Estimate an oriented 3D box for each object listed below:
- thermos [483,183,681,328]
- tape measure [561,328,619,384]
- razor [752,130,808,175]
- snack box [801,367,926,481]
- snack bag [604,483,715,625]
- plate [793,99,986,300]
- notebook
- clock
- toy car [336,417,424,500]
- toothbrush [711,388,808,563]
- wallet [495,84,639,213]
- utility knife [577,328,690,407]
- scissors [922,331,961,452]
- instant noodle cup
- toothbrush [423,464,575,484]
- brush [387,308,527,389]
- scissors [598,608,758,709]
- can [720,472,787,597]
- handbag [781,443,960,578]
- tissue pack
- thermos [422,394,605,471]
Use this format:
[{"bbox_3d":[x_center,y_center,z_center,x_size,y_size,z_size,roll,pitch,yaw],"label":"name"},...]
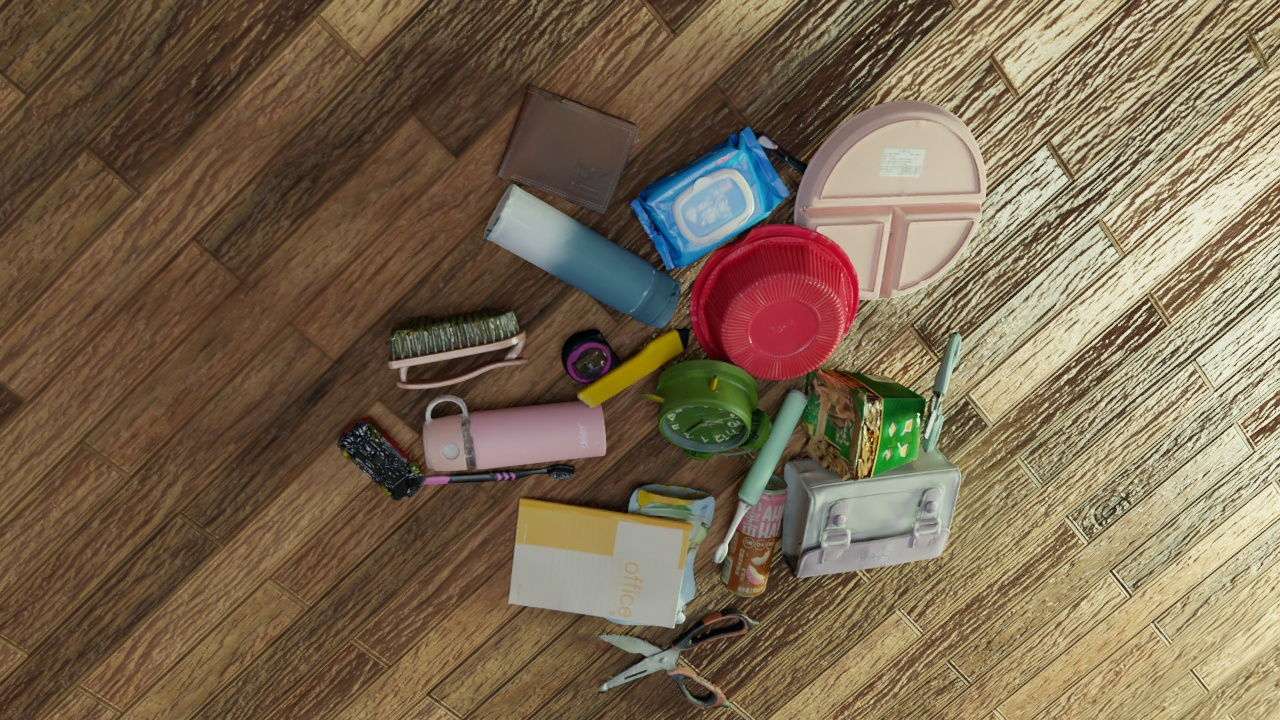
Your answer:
[{"bbox_3d":[-0.057,-0.105,0.974,0.220,0.070,0.070,29,102,-18],"label":"thermos"},{"bbox_3d":[-0.058,-0.003,1.022,0.058,0.039,0.057,-32,112,2],"label":"tape measure"},{"bbox_3d":[0.178,-0.210,1.002,0.142,0.022,0.043,29,100,-18],"label":"razor"},{"bbox_3d":[0.265,0.068,1.074,0.105,0.118,0.118,-5,111,-22],"label":"snack box"},{"bbox_3d":[0.022,0.245,1.126,0.110,0.039,0.191,6,109,-19],"label":"snack bag"},{"bbox_3d":[0.281,-0.170,1.015,0.229,0.028,0.230,-6,117,-12],"label":"plate"},{"bbox_3d":[-0.051,0.244,1.102,0.206,0.010,0.146,9,108,1],"label":"notebook"},{"bbox_3d":[0.081,0.064,1.037,0.116,0.056,0.161,-14,139,29],"label":"clock"},{"bbox_3d":[-0.287,0.111,1.025,0.049,0.031,0.106,-39,110,5],"label":"toy car"},{"bbox_3d":[0.138,0.134,1.068,0.026,0.027,0.224,30,78,-8],"label":"toothbrush"},{"bbox_3d":[-0.075,-0.217,0.950,0.124,0.032,0.101,18,107,-15],"label":"wallet"},{"bbox_3d":[-0.006,0.006,1.025,0.154,0.015,0.033,-32,123,-19],"label":"utility knife"},{"bbox_3d":[0.350,0.031,1.069,0.019,0.173,0.178,15,85,23],"label":"scissors"},{"bbox_3d":[0.151,-0.049,1.007,0.194,0.065,0.194,0,122,-1],"label":"instant noodle cup"},{"bbox_3d":[-0.170,0.136,1.063,0.189,0.017,0.014,-3,111,-8],"label":"toothbrush"},{"bbox_3d":[-0.195,-0.013,0.983,0.145,0.063,0.073,-10,106,-9],"label":"brush"},{"bbox_3d":[0.050,0.383,1.189,0.222,0.015,0.189,31,101,-19],"label":"scissors"},{"bbox_3d":[0.138,0.213,1.122,0.058,0.058,0.147,6,108,-12],"label":"can"},{"bbox_3d":[0.277,0.188,1.121,0.197,0.098,0.145,-6,118,-11],"label":"handbag"},{"bbox_3d":[0.076,-0.171,0.980,0.157,0.052,0.095,-32,112,2],"label":"tissue pack"},{"bbox_3d":[-0.141,0.075,1.022,0.198,0.067,0.087,-4,102,-8],"label":"thermos"}]
